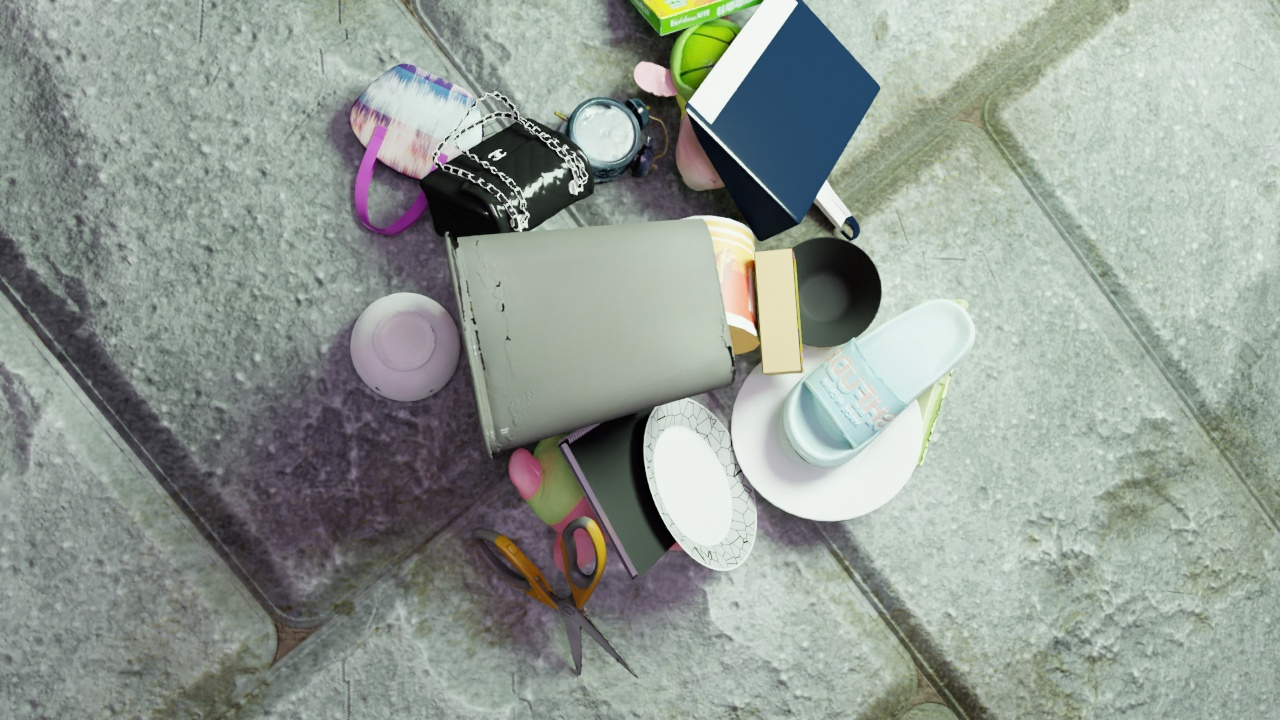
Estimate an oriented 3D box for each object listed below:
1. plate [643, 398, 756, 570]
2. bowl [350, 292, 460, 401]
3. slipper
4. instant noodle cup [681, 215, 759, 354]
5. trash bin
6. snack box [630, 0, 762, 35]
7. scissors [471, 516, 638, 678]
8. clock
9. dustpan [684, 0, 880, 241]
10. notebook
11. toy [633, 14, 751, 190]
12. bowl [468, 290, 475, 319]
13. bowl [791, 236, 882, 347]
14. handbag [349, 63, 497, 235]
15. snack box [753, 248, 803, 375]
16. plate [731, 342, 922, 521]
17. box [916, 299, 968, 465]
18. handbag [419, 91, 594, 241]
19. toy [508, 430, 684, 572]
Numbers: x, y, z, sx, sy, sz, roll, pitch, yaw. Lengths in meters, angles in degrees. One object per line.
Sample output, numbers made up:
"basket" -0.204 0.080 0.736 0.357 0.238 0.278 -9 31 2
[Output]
"plate" 0.060 0.130 0.968 0.188 0.016 0.188 32 44 -38
"bowl" -0.241 -0.016 0.941 0.113 0.063 0.113 1 84 -12
"slipper" 0.257 0.014 0.990 0.245 0.074 0.104 -36 70 -4
"instant noodle cup" 0.071 -0.082 0.996 0.123 0.124 0.121 10 74 -12
"trash bin" -0.046 -0.030 0.831 0.220 0.197 0.197 -11 91 -7
"snack box" 0.066 -0.437 1.043 0.168 0.027 0.132 -23 58 -14
"scissors" -0.073 0.229 0.917 0.225 0.226 0.016 41 42 6
"clock" -0.031 -0.246 1.021 0.129 0.052 0.090 -6 85 -18
"dustpan" 0.178 -0.242 1.031 0.273 0.080 0.235 41 62 -16
"notebook" 0.009 0.111 0.942 0.149 0.016 0.206 61 33 -1
"toy" 0.088 -0.300 1.035 0.190 0.088 0.237 26 69 -26
"bowl" -0.123 -0.064 0.967 0.118 0.074 0.118 1 84 -13
"bowl" 0.211 -0.075 1.049 0.124 0.052 0.124 -1 87 12
"handbag" -0.244 -0.213 0.966 0.144 0.068 0.170 23 86 -11
"snack box" 0.150 -0.049 0.987 0.040 0.088 0.125 -4 87 11
"plate" 0.207 0.076 1.028 0.209 0.015 0.208 -3 72 8
"box" 0.338 0.028 1.075 0.083 0.092 0.188 27 81 -33
"handbag" -0.132 -0.191 0.927 0.125 0.115 0.153 28 51 34
"toy" -0.035 0.135 0.964 0.236 0.097 0.191 35 65 -22
